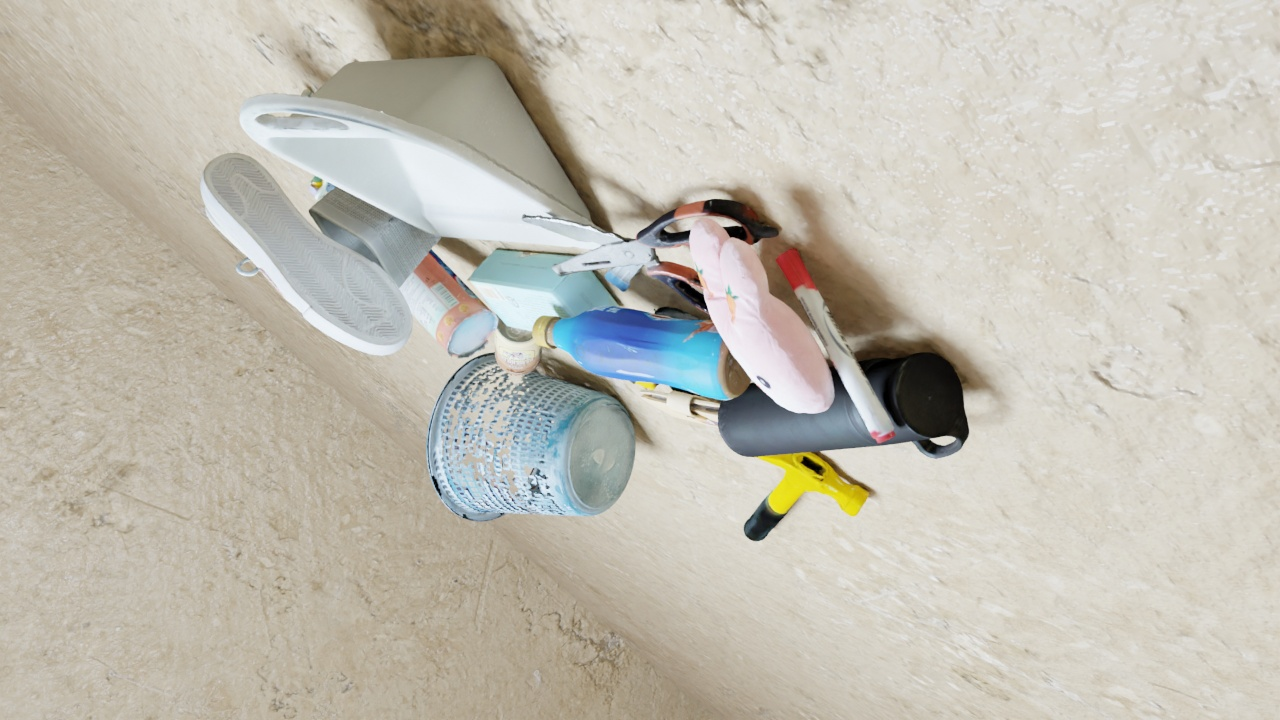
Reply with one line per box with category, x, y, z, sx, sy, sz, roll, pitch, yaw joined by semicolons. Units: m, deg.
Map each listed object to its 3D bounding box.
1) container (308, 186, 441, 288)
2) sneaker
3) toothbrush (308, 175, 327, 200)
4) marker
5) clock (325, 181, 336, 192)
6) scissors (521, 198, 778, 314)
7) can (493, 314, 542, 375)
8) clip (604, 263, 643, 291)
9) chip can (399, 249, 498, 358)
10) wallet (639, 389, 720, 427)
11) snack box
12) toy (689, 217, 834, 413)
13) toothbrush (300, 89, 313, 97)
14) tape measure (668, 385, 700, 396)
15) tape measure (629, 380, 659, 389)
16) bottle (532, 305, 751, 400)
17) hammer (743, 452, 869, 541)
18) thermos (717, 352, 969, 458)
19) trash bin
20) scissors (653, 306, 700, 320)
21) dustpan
container;-0.254;-0.150;0.934;0.090;0.114;0.090;30;159;21
sneaker;-0.328;-0.086;0.888;0.242;0.089;0.091;44;144;-5
toothbrush;-0.303;-0.225;0.911;0.020;0.029;0.190;1;152;-30
marker;0.133;-0.011;0.624;0.145;0.017;0.017;63;164;12
clock;-0.315;-0.198;1.019;0.122;0.055;0.082;27;158;28
scissors;0.013;-0.081;0.706;0.227;0.015;0.189;27;152;-5
can;-0.145;-0.026;1.097;0.058;0.058;0.116;36;160;6
clip;-0.009;-0.084;0.802;0.027;0.043;0.058;42;156;-5
chip can;-0.254;-0.095;1.050;0.215;0.071;0.071;44;164;24
wallet;0.061;0.051;0.910;0.115;0.024;0.087;12;168;37
snack box;-0.102;-0.068;0.943;0.175;0.051;0.074;13;150;51
toy;0.082;-0.028;0.644;0.159;0.054;0.121;56;177;-31
toothbrush;-0.344;-0.240;1.039;0.016;0.018;0.181;15;156;14
tape measure;0.042;0.016;0.919;0.054;0.025;0.058;46;158;-23
tape measure;-0.006;0.006;0.972;0.060;0.028;0.057;34;159;11
bottle;-0.006;-0.014;0.808;0.219;0.065;0.065;10;147;35
hammer;0.154;0.156;1.019;0.129;0.032;0.301;35;160;11
thermos;0.154;0.048;0.729;0.090;0.068;0.243;48;158;-11
trash bin;-0.122;0.108;1.169;0.195;0.226;0.226;5;144;35
scissors;0.069;-0.028;0.801;0.159;0.014;0.181;21;152;31
dustpan;-0.182;-0.143;0.742;0.223;0.142;0.258;9;143;31
